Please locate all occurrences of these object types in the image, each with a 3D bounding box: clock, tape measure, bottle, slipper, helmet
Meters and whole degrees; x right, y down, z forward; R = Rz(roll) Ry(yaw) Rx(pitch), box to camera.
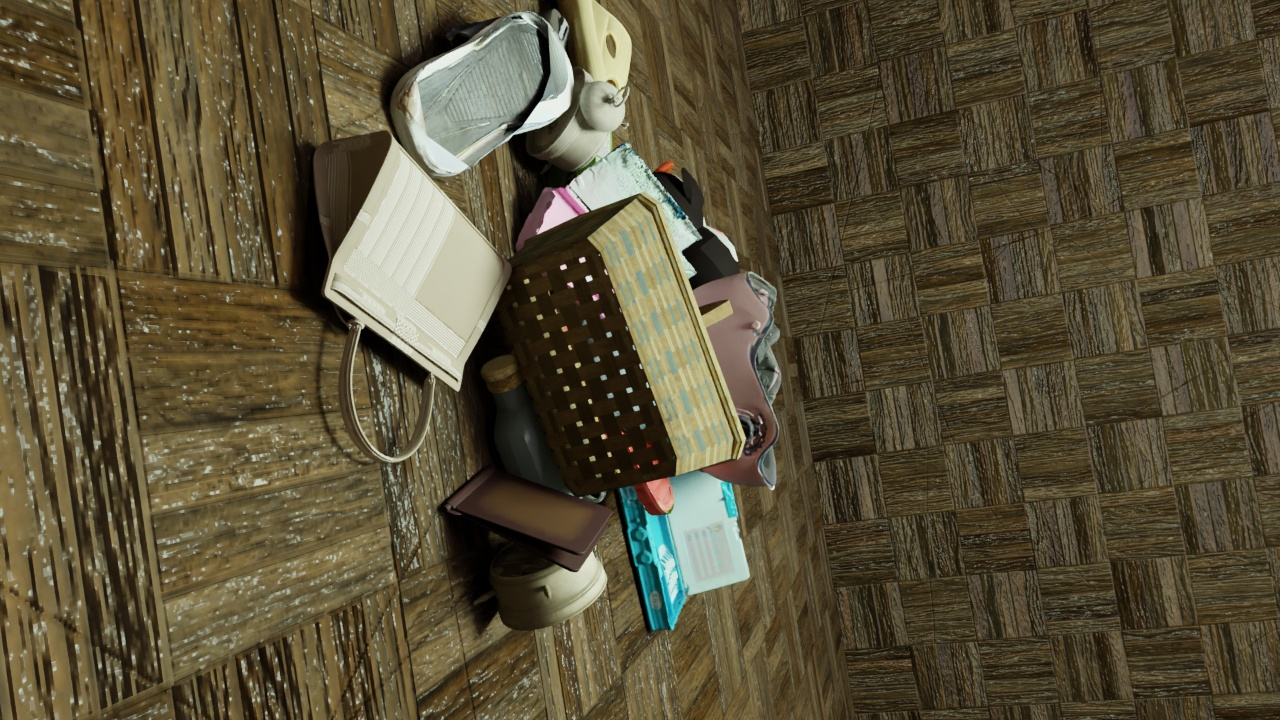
[{"bbox_3d":[-0.056,-0.251,0.957,0.061,0.157,0.103,27,70,-33],"label":"clock"},{"bbox_3d":[-0.102,-0.381,1.079,0.058,0.038,0.058,50,34,-60],"label":"tape measure"},{"bbox_3d":[-0.099,0.072,0.817,0.072,0.046,0.161,-69,145,-60],"label":"bottle"},{"bbox_3d":[-0.041,0.063,0.995,0.249,0.059,0.103,62,17,-9],"label":"slipper"},{"bbox_3d":[0.094,0.030,1.068,0.229,0.153,0.256,-76,158,-67],"label":"helmet"},{"bbox_3d":[-0.144,-0.243,0.828,0.263,0.063,0.111,-56,135,-49],"label":"slipper"},{"bbox_3d":[-0.051,-0.393,1.129,0.111,0.079,0.261,115,-34,-73],"label":"slipper"},{"bbox_3d":[-0.073,0.164,0.764,0.140,0.093,0.054,-47,122,-58],"label":"clock"}]

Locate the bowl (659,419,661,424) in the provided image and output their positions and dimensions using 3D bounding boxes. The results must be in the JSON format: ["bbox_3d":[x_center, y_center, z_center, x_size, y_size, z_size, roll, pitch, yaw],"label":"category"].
[{"bbox_3d":[0.054,0.119,1.245,0.145,0.067,0.145,-1,89,-79],"label":"bowl"}]

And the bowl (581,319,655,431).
[{"bbox_3d":[-0.006,0.006,0.974,0.137,0.057,0.136,55,20,-32],"label":"bowl"}]

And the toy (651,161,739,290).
[{"bbox_3d":[0.043,-0.142,1.172,0.184,0.159,0.139,46,35,7],"label":"toy"}]

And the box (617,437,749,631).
[{"bbox_3d":[0.039,0.200,1.148,0.169,0.085,0.227,-21,103,-40],"label":"box"}]

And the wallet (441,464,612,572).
[{"bbox_3d":[-0.088,0.122,0.730,0.091,0.115,0.018,-45,154,-70],"label":"wallet"}]

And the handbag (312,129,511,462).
[{"bbox_3d":[-0.166,-0.025,0.644,0.175,0.062,0.197,50,39,-59],"label":"handbag"}]

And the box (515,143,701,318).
[{"bbox_3d":[-0.026,-0.123,1.005,0.063,0.160,0.230,40,-2,40],"label":"box"}]

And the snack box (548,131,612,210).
[{"bbox_3d":[-0.068,-0.229,1.029,0.025,0.080,0.147,20,57,-39],"label":"snack box"}]

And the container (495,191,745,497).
[{"bbox_3d":[-0.009,-0.013,0.827,0.185,0.158,0.250,-31,103,-60],"label":"container"}]

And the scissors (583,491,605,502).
[{"bbox_3d":[-0.084,0.093,0.896,0.014,0.118,0.161,-13,59,-49],"label":"scissors"}]
